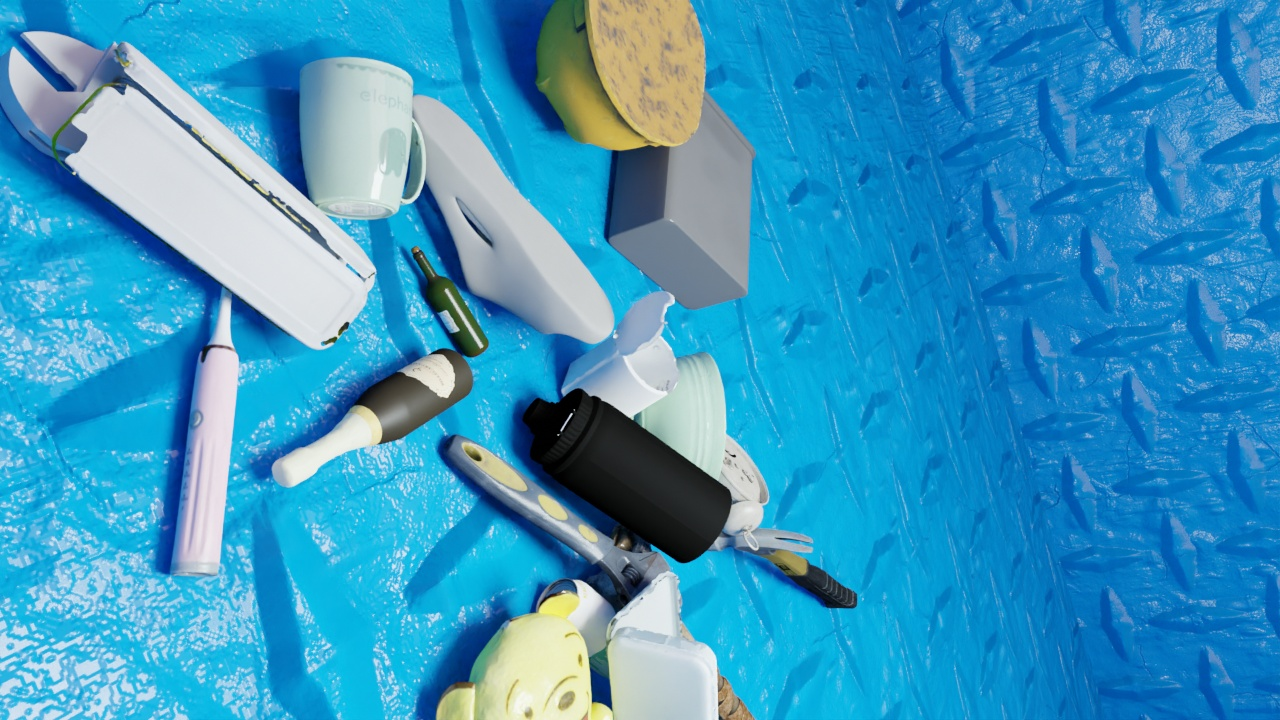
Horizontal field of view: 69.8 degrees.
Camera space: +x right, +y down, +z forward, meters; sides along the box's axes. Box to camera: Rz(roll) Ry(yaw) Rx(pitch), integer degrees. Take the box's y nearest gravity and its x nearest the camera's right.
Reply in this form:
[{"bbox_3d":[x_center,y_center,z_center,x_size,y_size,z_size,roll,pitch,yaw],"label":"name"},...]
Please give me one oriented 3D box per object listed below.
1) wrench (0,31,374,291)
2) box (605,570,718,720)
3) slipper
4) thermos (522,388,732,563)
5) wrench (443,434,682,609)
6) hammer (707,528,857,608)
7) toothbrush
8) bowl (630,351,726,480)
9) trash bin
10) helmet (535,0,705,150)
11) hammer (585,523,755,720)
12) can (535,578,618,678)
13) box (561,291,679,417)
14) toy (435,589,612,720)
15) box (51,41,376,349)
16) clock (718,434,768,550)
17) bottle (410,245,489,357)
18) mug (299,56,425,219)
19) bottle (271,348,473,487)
[{"bbox_3d":[-0.289,-0.115,0.623,0.273,0.018,0.086,42,45,-43],"label":"wrench"},{"bbox_3d":[0.030,0.289,0.817,0.126,0.106,0.215,-57,150,-59],"label":"box"},{"bbox_3d":[-0.134,-0.109,0.817,0.266,0.081,0.112,50,17,-11],"label":"slipper"},{"bbox_3d":[-0.017,0.100,0.848,0.198,0.086,0.085,37,45,-18],"label":"thermos"},{"bbox_3d":[-0.060,0.148,0.801,0.273,0.022,0.073,40,37,-22],"label":"wrench"},{"bbox_3d":[0.203,0.265,1.148,0.333,0.118,0.025,40,50,-50],"label":"hammer"},{"bbox_3d":[-0.272,0.024,0.583,0.026,0.027,0.222,40,44,-63],"label":"toothbrush"},{"bbox_3d":[0.032,0.065,0.951,0.077,0.151,0.150,1,71,-12],"label":"bowl"},{"bbox_3d":[0.055,-0.204,1.112,0.191,0.098,0.219,36,50,-45],"label":"trash bin"},{"bbox_3d":[-0.037,-0.317,0.982,0.205,0.132,0.254,55,37,-29],"label":"helmet"},{"bbox_3d":[0.047,0.292,0.947,0.319,0.049,0.121,60,33,-25],"label":"hammer"},{"bbox_3d":[-0.045,0.238,0.815,0.101,0.055,0.054,49,41,-35],"label":"can"},{"bbox_3d":[-0.007,0.004,0.872,0.092,0.166,0.083,43,39,-21],"label":"box"},{"bbox_3d":[-0.076,0.303,0.717,0.148,0.084,0.214,-29,99,-58],"label":"toy"},{"bbox_3d":[-0.261,-0.105,0.598,0.210,0.057,0.117,46,36,-40],"label":"box"},{"bbox_3d":[0.096,0.150,1.030,0.103,0.061,0.156,31,26,-41],"label":"clock"},{"bbox_3d":[-0.164,-0.050,0.779,0.106,0.025,0.025,61,35,-21],"label":"bottle"},{"bbox_3d":[-0.207,-0.163,0.708,0.111,0.084,0.104,6,83,-62],"label":"mug"},{"bbox_3d":[-0.195,0.043,0.674,0.184,0.045,0.045,-39,110,-55],"label":"bottle"}]
